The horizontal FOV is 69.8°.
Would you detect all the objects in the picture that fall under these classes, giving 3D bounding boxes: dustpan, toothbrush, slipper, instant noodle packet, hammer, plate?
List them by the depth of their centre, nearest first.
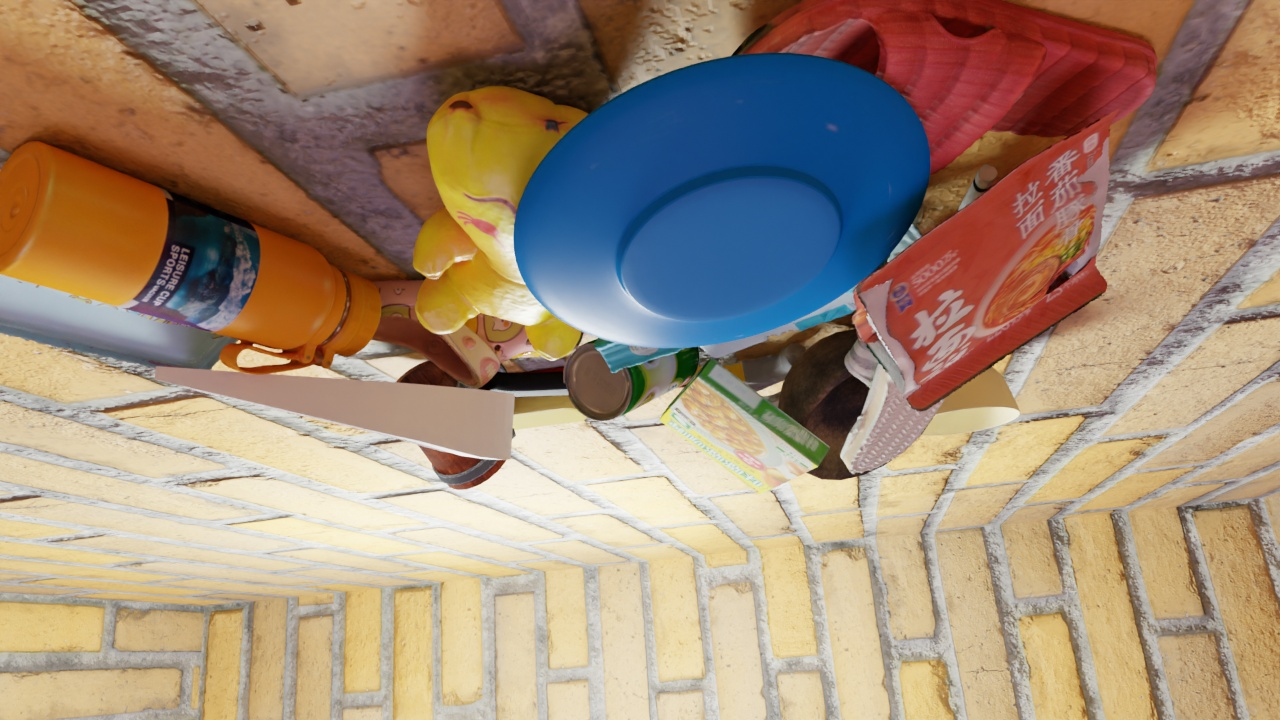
[{"bbox_3d":[0.166,-0.136,0.480,0.248,0.059,0.104,0,162,-16],"label":"slipper"},{"bbox_3d":[0.046,-0.063,0.488,0.224,0.024,0.225,-8,148,-5],"label":"plate"},{"bbox_3d":[0.211,-0.063,0.574,0.164,0.084,0.221,-34,157,8],"label":"instant noodle packet"},{"bbox_3d":[0.219,-0.101,0.608,0.017,0.012,0.186,-24,171,10],"label":"toothbrush"},{"bbox_3d":[-0.232,0.046,0.736,0.257,0.053,0.192,5,175,-19],"label":"dustpan"},{"bbox_3d":[-0.137,-0.016,0.736,0.197,0.081,0.093,2,162,-14],"label":"slipper"},{"bbox_3d":[0.235,0.001,0.802,0.114,0.054,0.273,-12,138,-18],"label":"slipper"},{"bbox_3d":[0.000,0.019,0.899,0.323,0.029,0.127,-2,163,-27],"label":"hammer"}]

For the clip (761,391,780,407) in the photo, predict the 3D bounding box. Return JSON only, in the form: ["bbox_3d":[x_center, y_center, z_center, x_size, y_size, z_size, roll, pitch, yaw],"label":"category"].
[{"bbox_3d":[0.129,0.072,1.019,0.152,0.105,0.126,-6,-174,3],"label":"clip"}]

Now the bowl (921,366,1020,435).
[{"bbox_3d":[0.343,0.032,0.998,0.118,0.074,0.118,-4,162,-2],"label":"bowl"}]

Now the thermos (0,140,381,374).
[{"bbox_3d":[-0.278,-0.051,0.585,0.091,0.076,0.232,-53,145,11],"label":"thermos"}]

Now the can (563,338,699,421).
[{"bbox_3d":[-0.005,0.005,0.780,0.067,0.067,0.120,-17,-176,33],"label":"can"}]

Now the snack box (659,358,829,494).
[{"bbox_3d":[0.092,0.068,0.874,0.132,0.027,0.168,37,160,2],"label":"snack box"}]

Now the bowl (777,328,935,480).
[{"bbox_3d":[0.207,0.036,0.903,0.162,0.070,0.162,-13,131,-15],"label":"bowl"}]

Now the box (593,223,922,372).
[{"bbox_3d":[0.092,-0.058,0.678,0.228,0.086,0.168,-19,173,37],"label":"box"}]

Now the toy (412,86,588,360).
[{"bbox_3d":[-0.061,-0.080,0.545,0.134,0.087,0.194,13,150,-10],"label":"toy"}]

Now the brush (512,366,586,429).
[{"bbox_3d":[-0.126,0.046,0.980,0.173,0.041,0.082,-8,161,10],"label":"brush"}]

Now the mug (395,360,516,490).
[{"bbox_3d":[-0.173,0.052,0.898,0.117,0.081,0.111,-30,125,1],"label":"mug"}]

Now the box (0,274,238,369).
[{"bbox_3d":[-0.366,-0.047,0.648,0.152,0.040,0.214,-28,153,24],"label":"box"}]
